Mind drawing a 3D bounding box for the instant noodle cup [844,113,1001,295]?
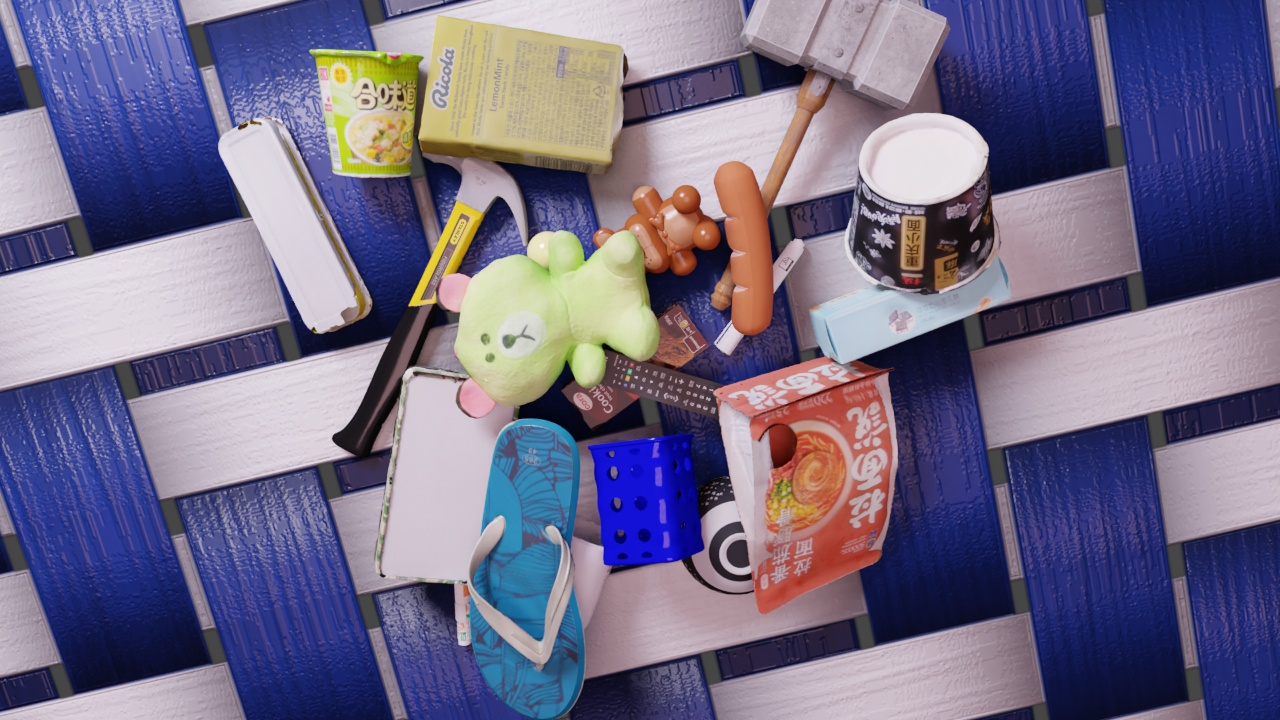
[{"bbox_3d":[0.248,-0.143,0.812,0.137,0.112,0.137,-8,57,12],"label":"instant noodle cup"}]

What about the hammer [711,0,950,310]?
[{"bbox_3d":[0.136,-0.191,0.859,0.162,0.082,0.318,22,106,-4],"label":"hammer"}]

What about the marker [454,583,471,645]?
[{"bbox_3d":[-0.183,0.221,0.942,0.017,0.017,0.145,-1,99,-1],"label":"marker"}]

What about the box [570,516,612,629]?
[{"bbox_3d":[-0.084,0.180,0.907,0.126,0.084,0.156,24,96,2],"label":"box"}]

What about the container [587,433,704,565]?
[{"bbox_3d":[0.007,0.132,0.874,0.085,0.084,0.113,-9,84,26],"label":"container"}]

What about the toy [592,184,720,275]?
[{"bbox_3d":[0.008,-0.113,0.870,0.128,0.065,0.095,-29,104,9],"label":"toy"}]

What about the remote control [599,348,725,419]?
[{"bbox_3d":[0.019,0.022,0.880,0.147,0.015,0.033,17,98,-4],"label":"remote control"}]

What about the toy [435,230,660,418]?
[{"bbox_3d":[-0.080,-0.040,0.840,0.197,0.107,0.150,-11,100,15],"label":"toy"}]

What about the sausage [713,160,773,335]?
[{"bbox_3d":[0.098,-0.102,0.844,0.044,0.039,0.164,-7,112,8],"label":"sausage"}]

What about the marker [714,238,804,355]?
[{"bbox_3d":[0.117,-0.064,0.901,0.020,0.017,0.133,34,97,-4],"label":"marker"}]

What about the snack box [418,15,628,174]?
[{"bbox_3d":[-0.105,-0.241,0.847,0.181,0.045,0.121,6,83,-5],"label":"snack box"}]

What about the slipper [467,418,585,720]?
[{"bbox_3d":[-0.109,0.201,0.846,0.118,0.060,0.295,6,100,16],"label":"slipper"}]

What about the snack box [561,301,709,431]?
[{"bbox_3d":[-0.005,0.005,0.903,0.141,0.031,0.051,-36,98,5],"label":"snack box"}]

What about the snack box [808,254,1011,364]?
[{"bbox_3d":[0.253,-0.053,0.876,0.175,0.075,0.053,-22,98,2],"label":"snack box"}]

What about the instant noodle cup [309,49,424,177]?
[{"bbox_3d":[-0.247,-0.225,0.836,0.099,0.098,0.108,3,107,-2],"label":"instant noodle cup"}]

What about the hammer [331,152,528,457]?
[{"bbox_3d":[-0.213,-0.050,0.894,0.127,0.029,0.324,27,99,-5],"label":"hammer"}]

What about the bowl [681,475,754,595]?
[{"bbox_3d":[0.096,0.181,0.915,0.120,0.066,0.120,0,99,-1],"label":"bowl"}]

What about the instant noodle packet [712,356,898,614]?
[{"bbox_3d":[0.165,0.120,0.884,0.164,0.084,0.221,-16,109,-28],"label":"instant noodle packet"}]

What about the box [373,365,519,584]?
[{"bbox_3d":[-0.188,0.112,0.890,0.117,0.051,0.205,7,95,-15],"label":"box"}]

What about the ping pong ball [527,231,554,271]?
[{"bbox_3d":[-0.089,-0.104,0.880,0.040,0.040,0.040,0,99,-1],"label":"ping pong ball"}]

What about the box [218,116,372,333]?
[{"bbox_3d":[-0.329,-0.128,0.880,0.064,0.037,0.210,-23,99,8],"label":"box"}]
